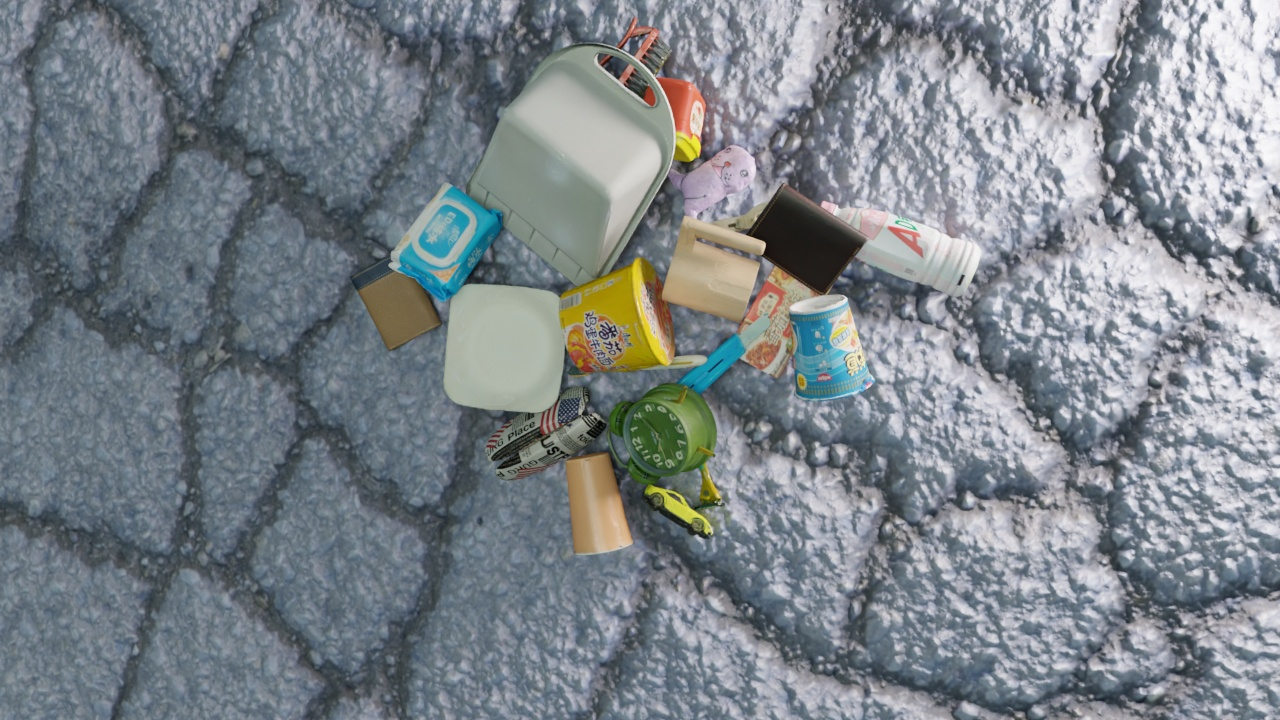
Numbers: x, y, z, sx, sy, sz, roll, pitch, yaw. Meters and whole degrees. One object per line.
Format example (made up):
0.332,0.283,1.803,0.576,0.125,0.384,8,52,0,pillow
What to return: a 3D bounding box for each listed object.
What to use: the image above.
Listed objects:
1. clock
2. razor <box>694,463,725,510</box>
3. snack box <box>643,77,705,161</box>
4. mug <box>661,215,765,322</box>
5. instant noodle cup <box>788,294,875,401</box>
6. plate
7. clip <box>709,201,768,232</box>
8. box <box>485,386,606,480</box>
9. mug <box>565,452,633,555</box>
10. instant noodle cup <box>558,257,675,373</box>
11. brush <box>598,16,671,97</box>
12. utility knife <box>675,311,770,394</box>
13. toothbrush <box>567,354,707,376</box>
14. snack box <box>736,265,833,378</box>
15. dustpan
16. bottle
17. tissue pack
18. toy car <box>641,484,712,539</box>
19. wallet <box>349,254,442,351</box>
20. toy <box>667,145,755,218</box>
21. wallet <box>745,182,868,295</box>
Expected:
0.021,0.095,1.163,0.162,0.056,0.116,-23,89,39,clock
0.071,0.130,1.189,0.043,0.028,0.132,-18,95,44,razor
0.037,-0.296,1.124,0.082,0.091,0.080,13,89,18,snack box
0.090,-0.113,1.124,0.103,0.084,0.125,18,137,4,mug
0.224,-0.019,1.107,0.099,0.099,0.110,-12,104,9,instant noodle cup
-0.174,-0.016,1.203,0.164,0.034,0.164,6,90,12,plate
0.143,-0.176,1.157,0.105,0.082,0.035,-12,94,31,clip
-0.130,0.090,1.205,0.163,0.076,0.087,-29,68,13,box
-0.059,0.184,1.193,0.078,0.078,0.122,-11,88,9,mug
-0.031,-0.047,1.140,0.110,0.137,0.138,-15,93,17,instant noodle cup
-0.024,-0.352,1.142,0.069,0.063,0.146,34,98,-9,brush
0.094,0.005,1.159,0.192,0.018,0.034,-43,88,22,utility knife
-0.007,0.007,1.179,0.192,0.018,0.016,-5,82,20,toothbrush
0.178,-0.060,1.157,0.075,0.025,0.153,30,99,4,snack box
-0.074,-0.247,1.127,0.222,0.258,0.142,40,62,3,dustpan
0.306,-0.141,1.111,0.197,0.068,0.068,22,98,9,bottle
-0.249,-0.153,1.179,0.090,0.063,0.140,33,81,5,tissue pack
0.050,0.195,1.190,0.105,0.048,0.032,33,72,5,toy car
-0.326,-0.081,1.228,0.090,0.033,0.115,-26,92,12,wallet
0.093,-0.229,1.149,0.108,0.039,0.083,-29,69,12,toy
0.196,-0.144,1.103,0.122,0.020,0.097,33,126,-1,wallet
